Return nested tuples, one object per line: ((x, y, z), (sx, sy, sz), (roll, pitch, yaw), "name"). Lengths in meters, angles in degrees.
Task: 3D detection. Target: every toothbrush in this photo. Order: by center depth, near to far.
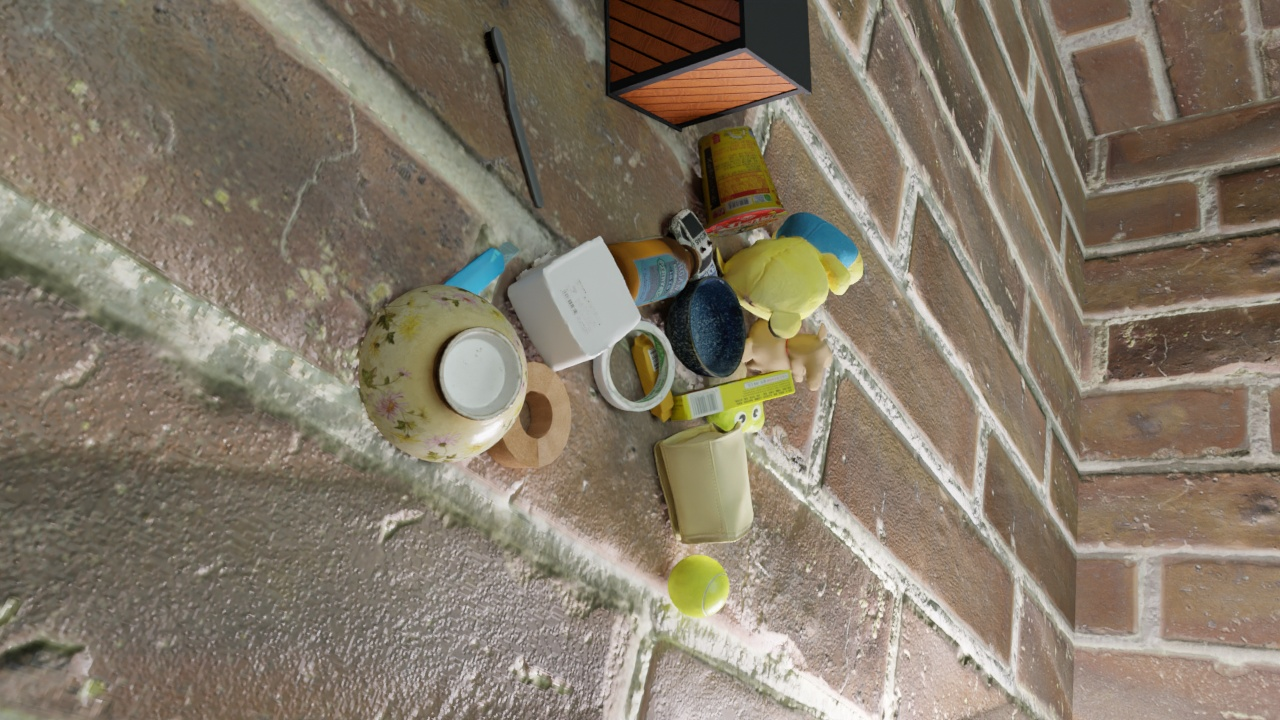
((-0.116, -0.224, 0.856), (0.012, 0.013, 0.167), (-32, 111, -51), "toothbrush")

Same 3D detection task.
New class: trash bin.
((0.072, -0.354, 0.991), (0.139, 0.172, 0.139), (8, 79, -52), "trash bin")

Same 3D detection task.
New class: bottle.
((0.013, -0.095, 0.961), (0.156, 0.068, 0.068), (-21, 101, -53), "bottle")

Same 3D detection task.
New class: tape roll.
((-0.103, 0.049, 0.818), (0.093, 0.027, 0.094), (11, 76, -52), "tape roll")
((-0.006, 0.006, 0.942), (0.093, 0.018, 0.094), (0, 90, -38), "tape roll")

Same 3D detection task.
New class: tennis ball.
((0.062, 0.240, 0.977), (0.065, 0.065, 0.065), (11, 76, -52), "tennis ball")

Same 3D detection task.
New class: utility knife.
((-0.155, -0.054, 0.771), (0.174, 0.015, 0.031), (-47, 125, -39), "utility knife")

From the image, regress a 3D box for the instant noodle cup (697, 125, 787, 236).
((0.116, -0.217, 1.102), (0.100, 0.101, 0.112), (-4, 80, -53), "instant noodle cup")

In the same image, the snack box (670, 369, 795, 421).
((0.102, 0.038, 1.033), (0.147, 0.040, 0.029), (-13, 91, -26), "snack box")

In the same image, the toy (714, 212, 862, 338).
((0.185, -0.119, 1.140), (0.213, 0.149, 0.084), (-33, 140, -43), "toy")

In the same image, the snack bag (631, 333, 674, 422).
((0.014, 0.017, 0.984), (0.026, 0.020, 0.099), (-34, 112, -44), "snack bag")

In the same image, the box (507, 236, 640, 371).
((-0.076, -0.049, 0.864), (0.102, 0.095, 0.107), (61, 36, -10), "box")

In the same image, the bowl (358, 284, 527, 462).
((-0.139, 0.011, 0.717), (0.145, 0.063, 0.145), (0, 90, -37), "bowl")

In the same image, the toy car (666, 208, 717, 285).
((0.066, -0.120, 1.058), (0.048, 0.041, 0.113), (-47, 122, -44), "toy car")

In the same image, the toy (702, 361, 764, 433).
((0.107, 0.035, 1.086), (0.092, 0.043, 0.118), (-19, 97, -42), "toy")

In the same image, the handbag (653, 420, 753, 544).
((0.079, 0.135, 1.010), (0.111, 0.081, 0.119), (-18, 98, -60), "handbag")

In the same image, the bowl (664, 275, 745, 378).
((0.064, -0.035, 1.026), (0.114, 0.061, 0.114), (10, 78, -50), "bowl")

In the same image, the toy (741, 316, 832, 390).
((0.182, -0.013, 1.150), (0.133, 0.108, 0.106), (-54, 147, -43), "toy")
